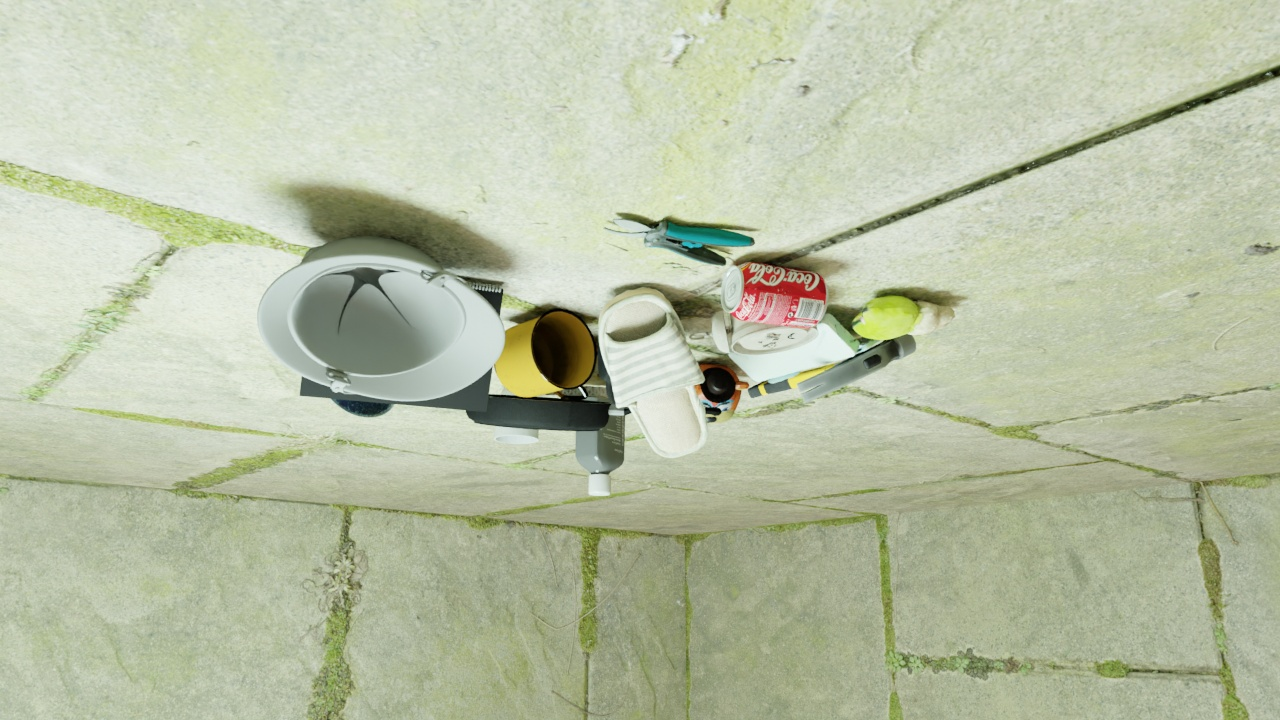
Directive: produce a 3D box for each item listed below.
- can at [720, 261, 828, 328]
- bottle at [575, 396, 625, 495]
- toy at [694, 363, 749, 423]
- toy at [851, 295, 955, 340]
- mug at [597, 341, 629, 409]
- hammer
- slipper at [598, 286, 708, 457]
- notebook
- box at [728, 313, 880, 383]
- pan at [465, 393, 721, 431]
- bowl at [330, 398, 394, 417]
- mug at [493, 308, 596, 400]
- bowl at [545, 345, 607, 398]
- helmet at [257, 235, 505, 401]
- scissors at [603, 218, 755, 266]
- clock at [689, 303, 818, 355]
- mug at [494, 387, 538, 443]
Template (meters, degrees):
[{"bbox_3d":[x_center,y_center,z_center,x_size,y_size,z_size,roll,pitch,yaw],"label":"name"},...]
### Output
[{"bbox_3d":[0.146,-0.071,0.999,0.104,0.064,0.064,6,163,-19],"label":"can"},{"bbox_3d":[-0.066,0.134,1.505,0.046,0.173,0.083,-11,161,33],"label":"bottle"},{"bbox_3d":[0.099,0.050,1.384,0.112,0.096,0.176,-1,153,-8],"label":"toy"},{"bbox_3d":[0.318,-0.052,1.103,0.118,0.043,0.092,-2,162,-4],"label":"toy"},{"bbox_3d":[-0.007,0.007,1.185,0.088,0.113,0.078,5,-170,-15],"label":"mug"},{"bbox_3d":[0.236,0.026,1.311,0.169,0.034,0.325,-24,-179,-21],"label":"hammer"},{"bbox_3d":[0.023,0.028,1.136,0.114,0.054,0.273,-14,130,6],"label":"slipper"},{"bbox_3d":[-0.266,-0.024,1.032,0.206,0.149,0.016,6,-172,-20],"label":"notebook"},{"bbox_3d":[0.223,-0.019,1.224,0.126,0.074,0.198,-12,176,-35],"label":"box"},{"bbox_3d":[-0.068,0.075,1.275,0.356,0.044,0.204,4,179,4],"label":"pan"},{"bbox_3d":[-0.385,0.017,1.292,0.114,0.060,0.114,5,123,8],"label":"bowl"},{"bbox_3d":[-0.117,0.003,1.167,0.094,0.100,0.124,-15,116,47],"label":"mug"},{"bbox_3d":[-0.077,0.015,1.281,0.145,0.063,0.145,2,172,0],"label":"bowl"},{"bbox_3d":[-0.271,-0.064,0.954,0.184,0.117,0.271,-42,143,19],"label":"helmet"},{"bbox_3d":[0.044,-0.119,0.918,0.156,0.019,0.124,-3,162,16],"label":"scissors"},{"bbox_3d":[0.135,-0.046,1.097,0.157,0.061,0.103,-10,164,7],"label":"clock"},{"bbox_3d":[-0.205,0.090,1.507,0.071,0.089,0.107,5,163,-15],"label":"mug"}]
